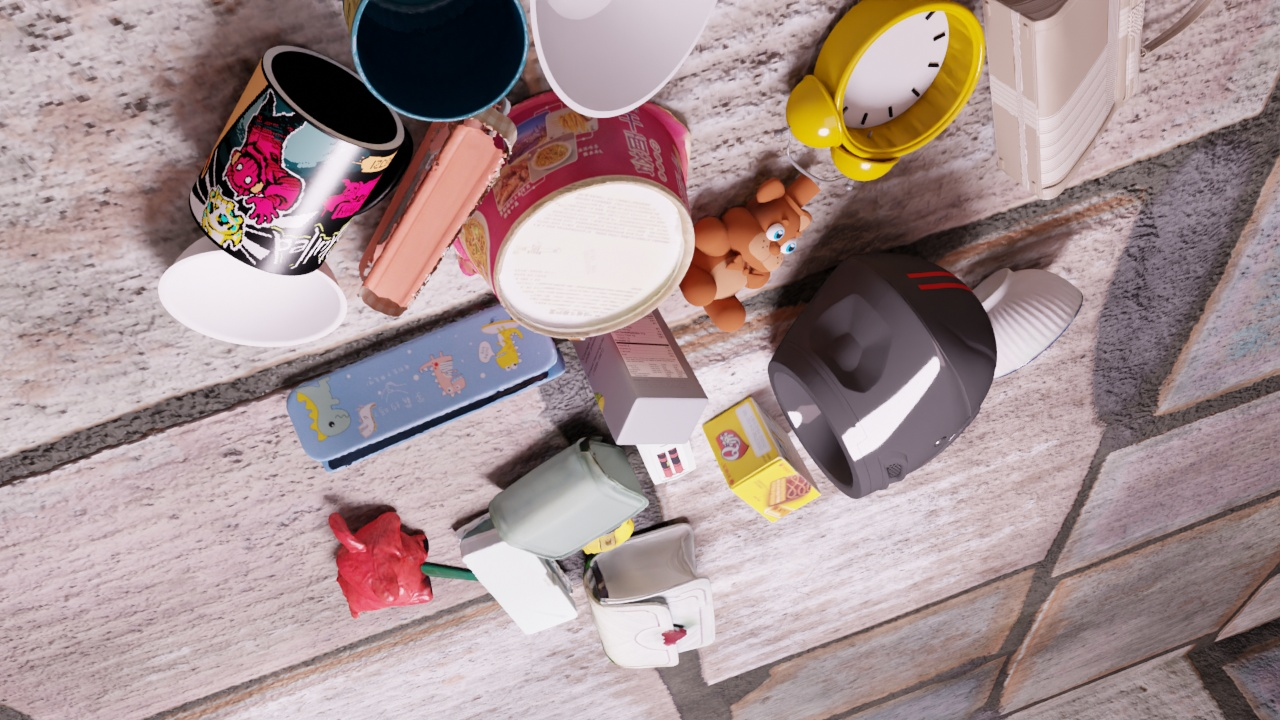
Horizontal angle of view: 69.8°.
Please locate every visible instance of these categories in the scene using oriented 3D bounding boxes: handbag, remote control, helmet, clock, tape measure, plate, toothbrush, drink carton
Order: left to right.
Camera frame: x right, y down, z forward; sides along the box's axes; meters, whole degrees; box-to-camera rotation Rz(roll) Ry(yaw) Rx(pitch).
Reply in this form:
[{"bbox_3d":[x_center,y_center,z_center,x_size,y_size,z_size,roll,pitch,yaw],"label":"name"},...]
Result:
[{"bbox_3d":[-0.184,0.235,0.985,0.189,0.017,0.016,21,123,-42],"label":"toothbrush"},{"bbox_3d":[-0.067,0.128,0.875,0.122,0.067,0.106,-34,149,15],"label":"handbag"},{"bbox_3d":[-0.039,0.177,0.971,0.065,0.037,0.064,-16,141,-8],"label":"tape measure"},{"bbox_3d":[-0.011,-0.219,0.481,0.173,0.036,0.174,-43,151,-32],"label":"plate"},{"bbox_3d":[-0.004,0.004,0.713,0.076,0.124,0.049,2,130,-28],"label":"drink carton"},{"bbox_3d":[0.012,0.288,1.081,0.142,0.096,0.199,-17,143,-5],"label":"handbag"},{"bbox_3d":[0.021,0.077,0.893,0.049,0.024,0.143,-22,142,-1],"label":"remote control"},{"bbox_3d":[0.166,-0.187,0.633,0.113,0.052,0.152,22,120,-42],"label":"clock"},{"bbox_3d":[0.215,0.004,0.790,0.170,0.164,0.265,-34,151,-4],"label":"helmet"},{"bbox_3d":[0.347,-0.241,0.657,0.198,0.062,0.176,-36,142,1],"label":"handbag"}]

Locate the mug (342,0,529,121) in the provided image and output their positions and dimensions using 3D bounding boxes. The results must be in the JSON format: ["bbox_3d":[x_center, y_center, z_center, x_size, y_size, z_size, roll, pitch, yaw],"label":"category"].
[{"bbox_3d":[-0.102,-0.195,0.446,0.083,0.107,0.114,-1,137,-22],"label":"mug"}]

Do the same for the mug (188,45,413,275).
[{"bbox_3d":[-0.185,-0.113,0.534,0.098,0.082,0.117,-46,164,27],"label":"mug"}]

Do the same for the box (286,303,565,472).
[{"bbox_3d":[-0.166,0.018,0.730,0.209,0.078,0.074,-22,-174,-2],"label":"box"}]

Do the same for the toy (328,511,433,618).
[{"bbox_3d":[-0.261,0.191,0.850,0.094,0.088,0.133,-16,142,9],"label":"toy"}]

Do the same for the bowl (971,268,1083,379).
[{"bbox_3d":[0.343,-0.045,0.859,0.062,0.117,0.118,44,115,-4],"label":"bowl"}]

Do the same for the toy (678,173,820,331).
[{"bbox_3d":[0.088,-0.088,0.702,0.128,0.065,0.095,-42,141,15],"label":"toy"}]

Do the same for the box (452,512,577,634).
[{"bbox_3d":[-0.128,0.228,0.967,0.083,0.066,0.199,-40,141,-14],"label":"box"}]

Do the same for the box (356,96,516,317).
[{"bbox_3d":[-0.136,-0.102,0.581,0.058,0.062,0.189,24,135,-25],"label":"box"}]

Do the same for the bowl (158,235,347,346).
[{"bbox_3d":[-0.245,-0.054,0.588,0.110,0.040,0.110,-5,151,-3],"label":"bowl"}]

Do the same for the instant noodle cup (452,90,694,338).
[{"bbox_3d":[-0.039,-0.088,0.626,0.178,0.077,0.179,-13,141,-11],"label":"instant noodle cup"}]

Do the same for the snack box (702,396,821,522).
[{"bbox_3d":[0.122,0.101,0.924,0.061,0.083,0.105,-34,140,13],"label":"snack box"}]
